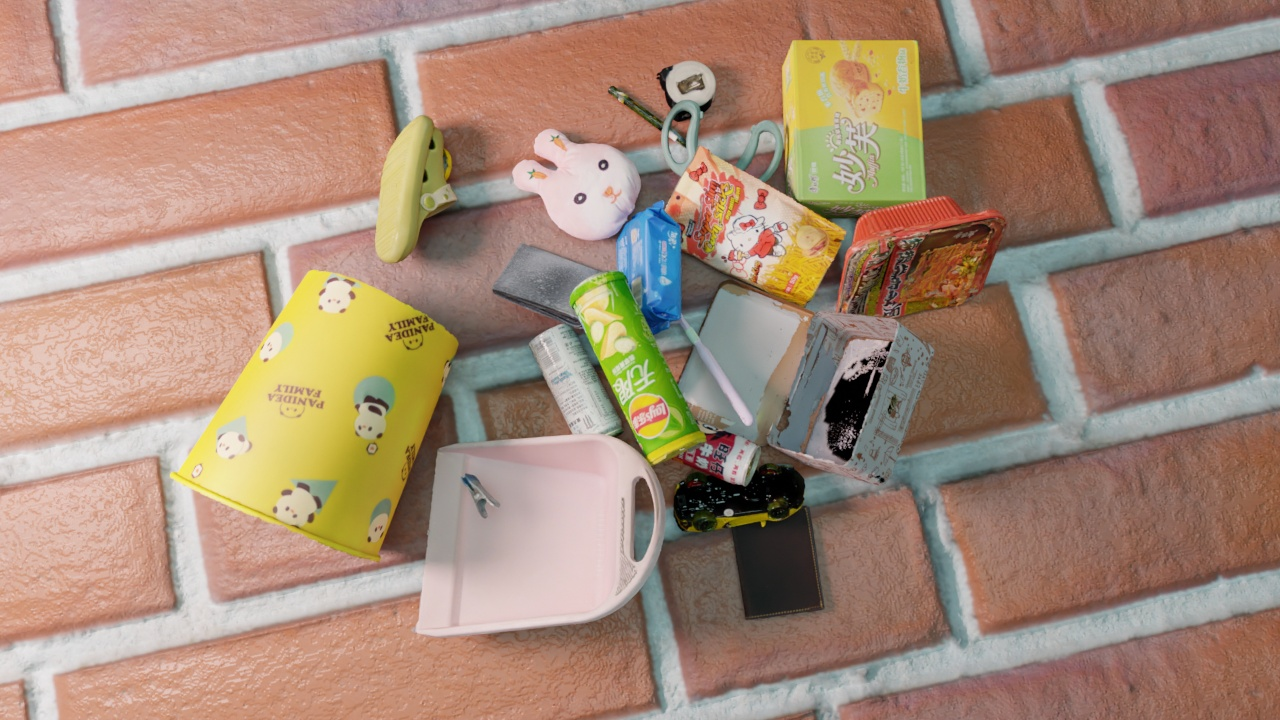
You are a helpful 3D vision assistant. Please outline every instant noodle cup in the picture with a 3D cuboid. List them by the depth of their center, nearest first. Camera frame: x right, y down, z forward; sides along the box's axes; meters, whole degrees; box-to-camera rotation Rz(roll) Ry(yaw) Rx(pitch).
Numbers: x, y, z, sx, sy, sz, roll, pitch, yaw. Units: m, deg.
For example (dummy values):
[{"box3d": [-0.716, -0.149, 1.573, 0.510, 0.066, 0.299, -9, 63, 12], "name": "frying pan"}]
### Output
[{"box3d": [0.316, -0.120, 1.069, 0.189, 0.165, 0.079, -11, 58, -3], "name": "instant noodle cup"}]

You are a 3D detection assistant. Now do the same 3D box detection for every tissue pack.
[{"box3d": [0.012, -0.105, 1.085, 0.052, 0.095, 0.157, 3, 81, -25], "name": "tissue pack"}]

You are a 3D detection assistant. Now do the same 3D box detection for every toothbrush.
[{"box3d": [0.079, 0.004, 1.064, 0.021, 0.029, 0.189, -16, 53, -26], "name": "toothbrush"}, {"box3d": [0.034, -0.288, 1.151, 0.186, 0.017, 0.012, 37, 98, 4], "name": "toothbrush"}]

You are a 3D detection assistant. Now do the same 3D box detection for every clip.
[{"box3d": [-0.179, 0.149, 1.024, 0.029, 0.024, 0.057, -42, 60, 8], "name": "clip"}]

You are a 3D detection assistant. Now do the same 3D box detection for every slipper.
[{"box3d": [-0.268, -0.200, 1.111, 0.081, 0.092, 0.190, 20, 67, -38], "name": "slipper"}]

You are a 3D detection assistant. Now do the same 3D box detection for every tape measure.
[{"box3d": [0.061, -0.341, 1.153, 0.066, 0.033, 0.065, -21, 84, -4], "name": "tape measure"}]

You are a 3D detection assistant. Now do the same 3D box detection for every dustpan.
[{"box3d": [-0.115, 0.178, 0.998, 0.273, 0.139, 0.222, 0, 67, -4], "name": "dustpan"}]

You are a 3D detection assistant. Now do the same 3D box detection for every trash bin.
[{"box3d": [-0.336, 0.056, 0.999, 0.229, 0.230, 0.255, 22, 75, 3], "name": "trash bin"}]

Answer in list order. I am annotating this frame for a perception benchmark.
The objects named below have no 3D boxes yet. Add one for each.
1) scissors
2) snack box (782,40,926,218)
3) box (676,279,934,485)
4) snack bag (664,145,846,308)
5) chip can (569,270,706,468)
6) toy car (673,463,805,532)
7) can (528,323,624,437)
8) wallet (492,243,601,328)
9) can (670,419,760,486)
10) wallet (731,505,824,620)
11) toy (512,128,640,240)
[{"box3d": [0.080, -0.247, 1.127, 0.179, 0.019, 0.172, 41, 99, -1], "name": "scissors"}, {"box3d": [0.260, -0.284, 1.127, 0.157, 0.070, 0.210, 0, 81, -1], "name": "snack box"}, {"box3d": [0.185, 0.022, 1.069, 0.274, 0.124, 0.178, 18, 80, 30], "name": "box"}, {"box3d": [0.131, -0.155, 1.102, 0.208, 0.073, 0.129, 28, 113, 2], "name": "snack bag"}, {"box3d": [-0.006, 0.006, 1.019, 0.072, 0.072, 0.221, -25, 79, -5], "name": "chip can"}, {"box3d": [0.114, 0.161, 1.060, 0.156, 0.041, 0.071, -10, 44, 0], "name": "toy car"}, {"box3d": [-0.075, 0.031, 1.080, 0.058, 0.058, 0.146, -27, 83, -5], "name": "can"}, {"box3d": [-0.105, -0.091, 1.096, 0.121, 0.019, 0.097, 21, 44, 3], "name": "wallet"}, {"box3d": [0.068, 0.098, 1.056, 0.133, 0.053, 0.053, 20, 81, 19], "name": "can"}, {"box3d": [0.160, 0.236, 1.071, 0.096, 0.020, 0.122, -7, 81, -6], "name": "wallet"}, {"box3d": [-0.079, -0.218, 1.124, 0.159, 0.054, 0.121, 30, 81, 12], "name": "toy"}]
